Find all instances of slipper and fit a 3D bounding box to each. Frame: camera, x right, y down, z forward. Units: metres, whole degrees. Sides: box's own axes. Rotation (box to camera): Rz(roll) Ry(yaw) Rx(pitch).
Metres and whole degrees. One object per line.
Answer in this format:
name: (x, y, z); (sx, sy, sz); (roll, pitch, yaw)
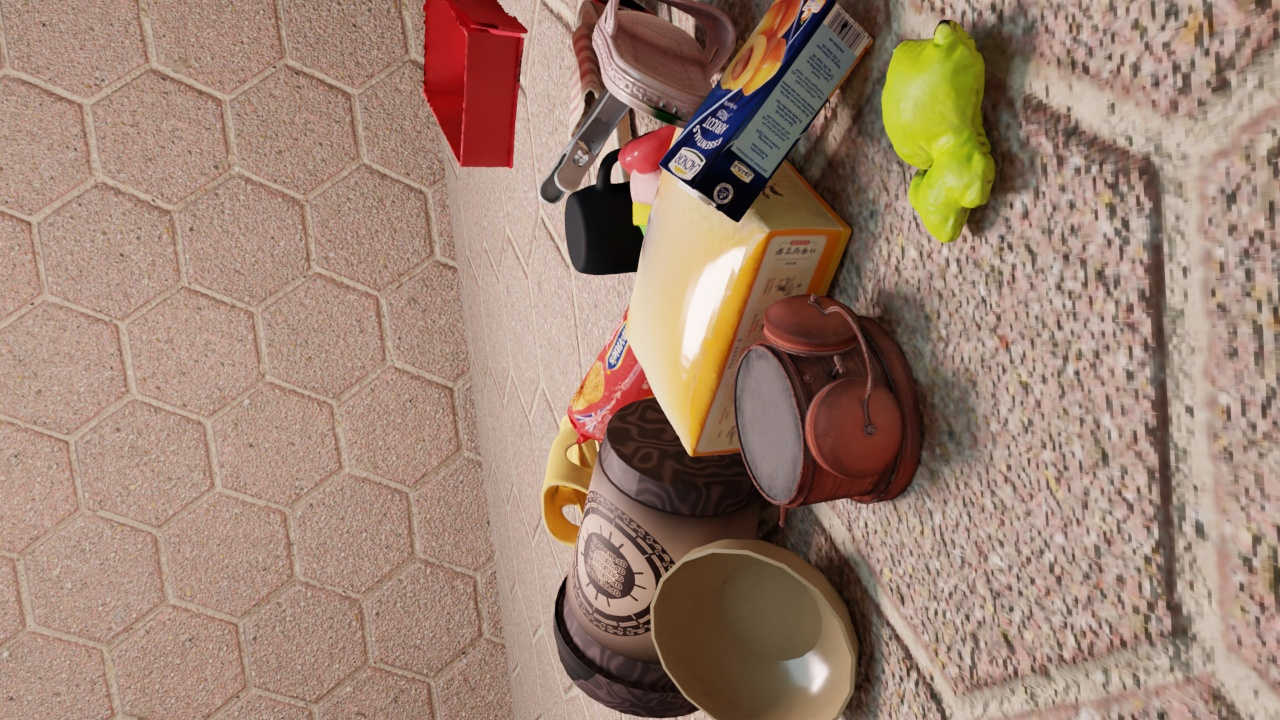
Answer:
slipper: (-0.069, 0.166, 1.022); (0.263, 0.078, 0.100); (-119, 25, -50)
slipper: (0.018, -0.229, 0.651); (0.238, 0.094, 0.065); (-90, 23, -60)
slipper: (-0.046, -0.258, 0.975); (0.115, 0.052, 0.262); (136, 126, -71)

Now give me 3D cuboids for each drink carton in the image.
drink carton: (0.070, -0.150, 0.543); (0.130, 0.040, 0.064); (-54, 29, 10)

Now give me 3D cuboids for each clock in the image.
clock: (0.111, 0.026, 0.554); (0.158, 0.072, 0.120); (107, 150, -56)

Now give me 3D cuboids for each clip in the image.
clip: (-0.045, -0.217, 0.870); (0.162, 0.028, 0.112); (-58, 15, -13)

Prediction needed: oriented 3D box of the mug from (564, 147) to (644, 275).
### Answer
mug: (-0.017, -0.140, 0.862); (0.085, 0.094, 0.122); (-121, 28, -52)

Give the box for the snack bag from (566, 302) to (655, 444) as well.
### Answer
snack bag: (-0.005, 0.005, 0.846); (0.177, 0.082, 0.082); (-56, 39, 33)

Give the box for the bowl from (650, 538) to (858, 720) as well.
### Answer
bowl: (0.086, 0.192, 0.661); (0.152, 0.050, 0.152); (10, 112, 25)

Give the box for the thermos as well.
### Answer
thermos: (0.020, 0.159, 0.773); (0.172, 0.172, 0.227); (-122, 35, -54)

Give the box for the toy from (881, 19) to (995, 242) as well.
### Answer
toy: (0.145, -0.111, 0.445); (0.094, 0.036, 0.093); (101, 151, -62)

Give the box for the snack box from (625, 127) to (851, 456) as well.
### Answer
snack box: (0.051, -0.050, 0.657); (0.145, 0.080, 0.196); (-118, 33, -43)

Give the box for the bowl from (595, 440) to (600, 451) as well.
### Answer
bowl: (-0.008, 0.070, 0.983); (0.112, 0.061, 0.112); (172, 90, -73)

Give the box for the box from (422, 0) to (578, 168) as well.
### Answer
box: (-0.258, -0.308, 0.850); (0.217, 0.350, 0.198); (-123, 39, -47)

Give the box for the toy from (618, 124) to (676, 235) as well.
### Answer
toy: (0.019, -0.125, 0.773); (0.131, 0.096, 0.124); (61, 171, -15)
